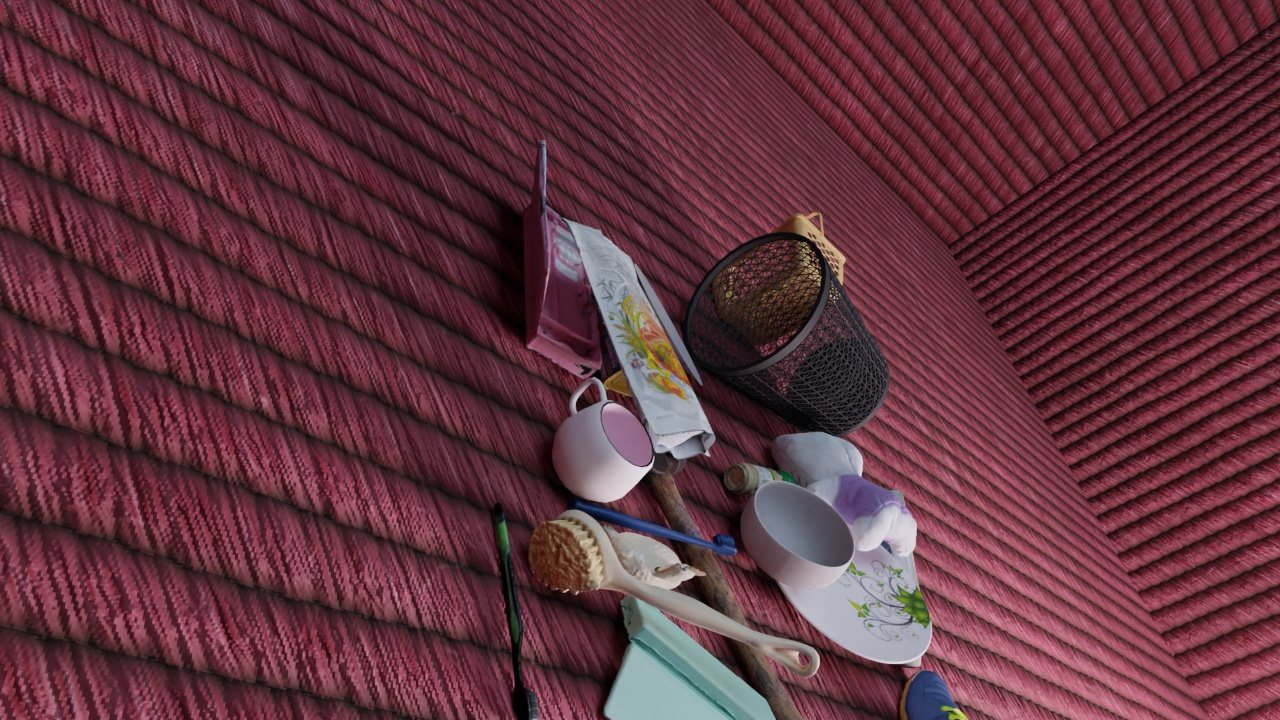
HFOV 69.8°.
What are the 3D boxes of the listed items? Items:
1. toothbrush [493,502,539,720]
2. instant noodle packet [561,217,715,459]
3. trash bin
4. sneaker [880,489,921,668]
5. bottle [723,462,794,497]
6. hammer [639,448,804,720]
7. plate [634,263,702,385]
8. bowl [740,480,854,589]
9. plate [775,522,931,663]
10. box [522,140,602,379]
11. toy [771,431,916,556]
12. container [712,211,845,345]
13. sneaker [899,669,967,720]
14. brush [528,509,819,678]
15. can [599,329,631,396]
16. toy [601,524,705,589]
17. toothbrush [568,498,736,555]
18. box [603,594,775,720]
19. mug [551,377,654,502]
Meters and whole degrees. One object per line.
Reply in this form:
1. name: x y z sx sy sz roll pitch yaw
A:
1. toothbrush: -0.098 0.193 0.712 0.017 0.014 0.187 42 26 -49
2. instant noodle packet: 0.001 -0.028 0.971 0.146 0.057 0.269 28 37 -59
3. trash bin: 0.218 -0.017 1.274 0.243 0.217 0.216 40 29 -38
4. sneaker: 0.323 0.288 1.217 0.087 0.079 0.235 68 19 -60
5. bottle: 0.145 0.150 1.124 0.109 0.043 0.042 18 43 -47
6. hammer: 0.074 0.237 0.923 0.119 0.033 0.330 -7 64 -56
7. plate: 0.027 -0.040 1.143 0.173 0.019 0.172 60 6 -11
8. bowl: 0.172 0.207 1.051 0.131 0.064 0.131 20 31 -13
9. plate: 0.244 0.275 1.109 0.229 0.030 0.229 22 30 -14
10. box: -0.102 -0.108 1.008 0.232 0.075 0.173 -97 169 -45
11. toy: 0.262 0.164 1.189 0.137 0.086 0.209 15 22 -38
12. container: 0.211 -0.134 1.414 0.129 0.184 0.166 36 38 -30
13. sneaker: 0.373 0.456 1.064 0.116 0.091 0.241 40 28 -19
14. brush: 0.031 0.204 0.773 0.272 0.062 0.077 27 29 -5
15. can: -0.006 0.006 1.040 0.099 0.054 0.059 22 43 -45
16. toy: 0.007 0.185 0.840 0.087 0.050 0.112 34 -2 -42
17. toothbrush: 0.016 0.160 0.884 0.189 0.016 0.017 20 45 -27
18. box: 0.050 0.297 0.793 0.187 0.056 0.137 43 22 -18
19. mug: -0.043 0.074 0.871 0.090 0.076 0.123 22 40 -46
